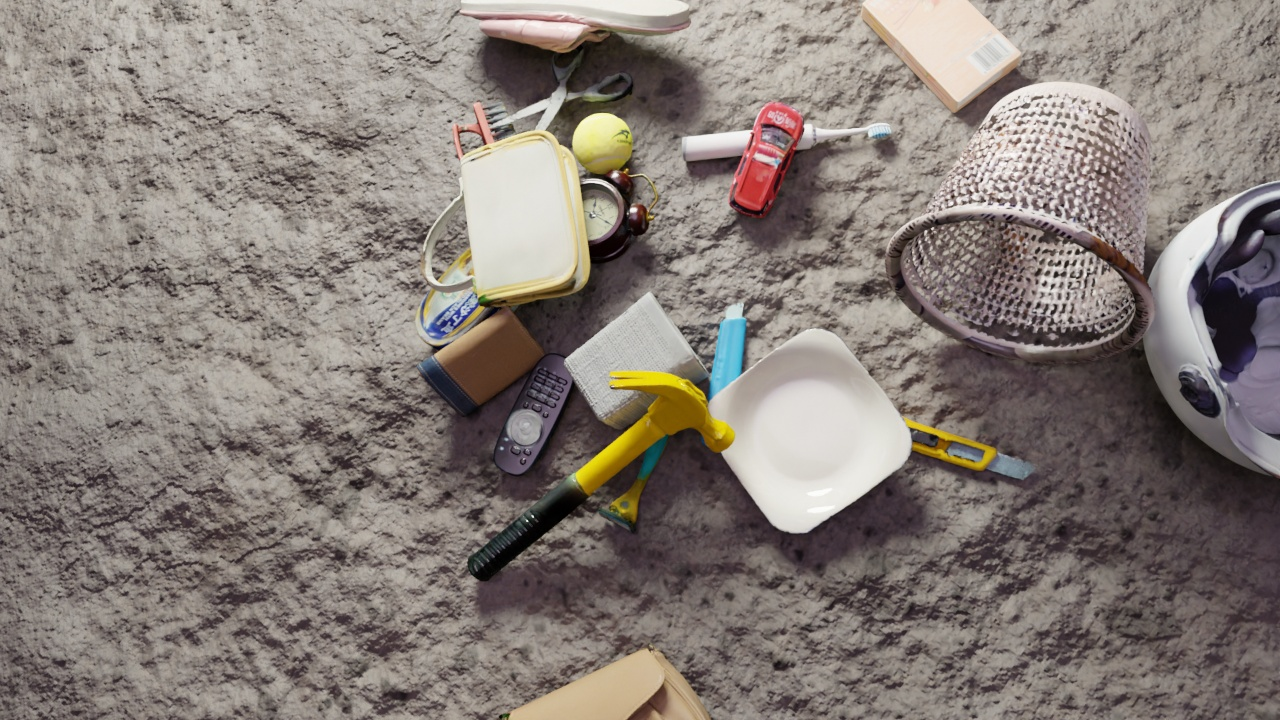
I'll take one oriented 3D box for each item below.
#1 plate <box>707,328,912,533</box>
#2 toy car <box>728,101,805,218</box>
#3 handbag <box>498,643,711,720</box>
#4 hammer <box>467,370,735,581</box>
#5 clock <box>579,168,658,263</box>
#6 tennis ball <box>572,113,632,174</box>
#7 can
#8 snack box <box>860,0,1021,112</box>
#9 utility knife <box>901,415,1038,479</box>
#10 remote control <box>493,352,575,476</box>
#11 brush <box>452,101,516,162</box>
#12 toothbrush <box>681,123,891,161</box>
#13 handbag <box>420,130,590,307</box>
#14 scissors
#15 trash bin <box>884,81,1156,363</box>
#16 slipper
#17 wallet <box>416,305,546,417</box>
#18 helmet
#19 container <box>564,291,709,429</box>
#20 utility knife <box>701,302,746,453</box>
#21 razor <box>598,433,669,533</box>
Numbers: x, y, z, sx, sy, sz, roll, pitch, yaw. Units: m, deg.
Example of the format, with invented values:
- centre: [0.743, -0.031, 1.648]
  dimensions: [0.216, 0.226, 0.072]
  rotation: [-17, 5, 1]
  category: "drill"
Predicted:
- centre: [0.163, 0.068, 0.901]
  dimensions: [0.164, 0.034, 0.163]
  rotation: [-37, 78, 10]
  category: "plate"
- centre: [0.132, -0.209, 0.958]
  dimensions: [0.053, 0.045, 0.120]
  rotation: [20, 101, 3]
  category: "toy car"
- centre: [-0.033, 0.364, 0.845]
  dimensions: [0.204, 0.100, 0.147]
  rotation: [-26, 71, 0]
  category: "handbag"
- centre: [-0.057, 0.120, 0.898]
  dimensions: [0.301, 0.032, 0.129]
  rotation: [-41, 111, 16]
  category: "hammer"
- centre: [-0.037, -0.157, 0.987]
  dimensions: [0.122, 0.055, 0.082]
  rotation: [-28, 73, 6]
  category: "clock"
- centre: [-0.041, -0.236, 1.001]
  dimensions: [0.065, 0.065, 0.065]
  rotation: [-2, 77, 10]
  category: "tennis ball"
- centre: [-0.179, -0.071, 0.997]
  dimensions: [0.074, 0.049, 0.148]
  rotation: [41, 87, 16]
  category: "can"
- centre: [0.319, -0.348, 0.980]
  dimensions: [0.084, 0.026, 0.157]
  rotation: [-37, 74, 1]
  category: "snack box"
- centre: [0.288, 0.078, 0.895]
  dimensions: [0.192, 0.015, 0.033]
  rotation: [17, 84, 14]
  category: "utility knife"
- centre: [-0.109, 0.057, 0.968]
  dimensions: [0.053, 0.024, 0.136]
  rotation: [25, 84, 12]
  category: "remote control"
- centre: [-0.159, -0.209, 1.018]
  dimensions: [0.069, 0.063, 0.145]
  rotation: [-20, 76, -7]
  category: "brush"
- centre: [0.155, -0.237, 0.986]
  dimensions: [0.221, 0.027, 0.026]
  rotation: [-4, 52, 9]
  category: "toothbrush"
- centre: [-0.146, -0.137, 0.951]
  dimensions: [0.179, 0.063, 0.163]
  rotation: [-11, 82, 14]
  category: "handbag"
- centre: [-0.087, -0.294, 1.024]
  dimensions: [0.159, 0.014, 0.178]
  rotation: [0, 61, -3]
  category: "scissors"
- centre: [0.364, -0.135, 0.841]
  dimensions: [0.227, 0.228, 0.191]
  rotation: [21, 69, 14]
  category: "trash bin"
- centre: [-0.075, -0.378, 1.025]
  dimensions: [0.275, 0.113, 0.054]
  rotation: [11, 124, 18]
  category: "slipper"
- centre: [-0.164, 0.001, 0.960]
  dimensions: [0.115, 0.090, 0.033]
  rotation: [-34, 45, 1]
  category: "wallet"
- centre: [0.541, -0.019, 0.799]
  dimensions: [0.229, 0.146, 0.258]
  rotation: [-18, 91, -7]
  category: "helmet"
- centre: [-0.006, 0.005, 0.929]
  dimensions: [0.114, 0.090, 0.090]
  rotation: [-35, 73, 4]
  category: "container"
- centre: [0.089, 0.016, 0.945]
  dimensions: [0.034, 0.018, 0.161]
  rotation: [9, 78, 0]
  category: "utility knife"
- centre: [0.004, 0.107, 0.933]
  dimensions: [0.043, 0.028, 0.132]
  rotation: [23, 88, 28]
  category: "razor"
